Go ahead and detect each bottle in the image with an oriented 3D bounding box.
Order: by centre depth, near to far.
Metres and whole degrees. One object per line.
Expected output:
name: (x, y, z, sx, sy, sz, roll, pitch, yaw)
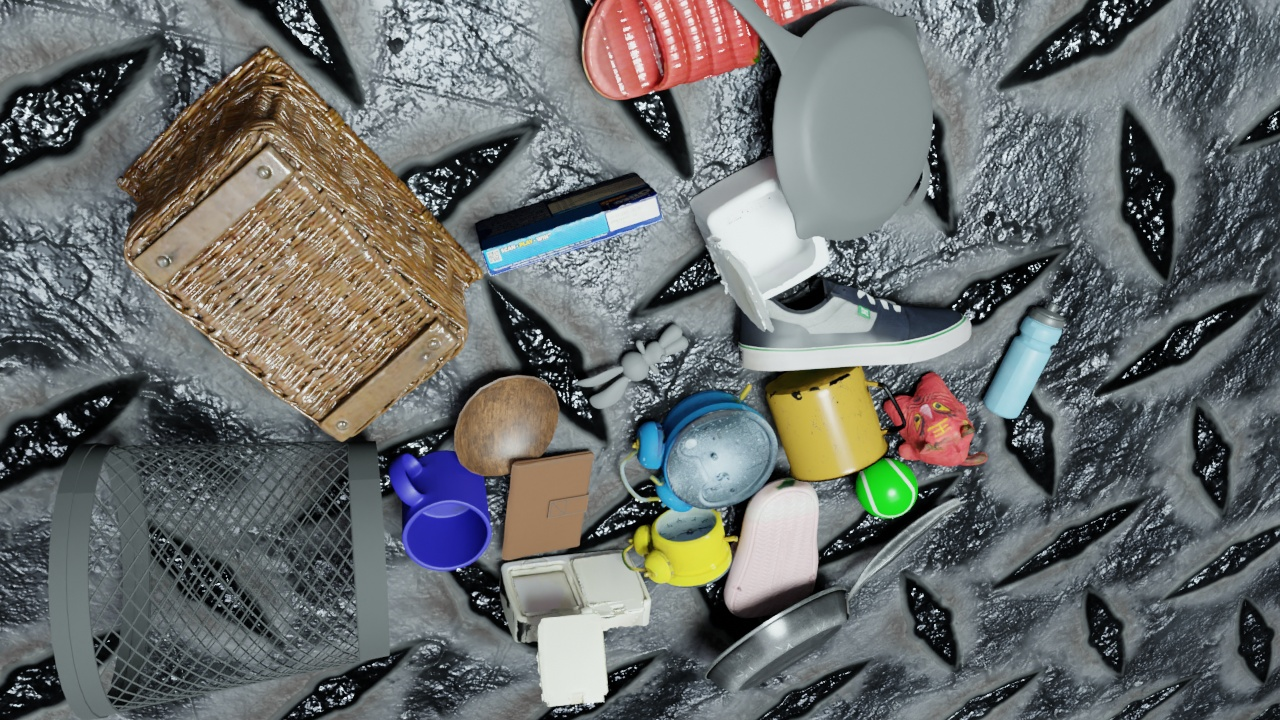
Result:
bottle: (0.409, -0.002, 0.973, 0.040, 0.040, 0.130, 10, 114, -19)

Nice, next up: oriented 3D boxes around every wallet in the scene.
wallet: (-0.094, 0.146, 0.925, 0.087, 0.013, 0.121, -6, 123, -27)

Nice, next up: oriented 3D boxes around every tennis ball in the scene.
tennis ball: (0.267, 0.138, 0.995, 0.065, 0.065, 0.065, -6, 118, -12)

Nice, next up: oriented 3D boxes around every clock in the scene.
clock: (0.057, 0.094, 0.922, 0.161, 0.060, 0.117, -24, 121, 0)
clock: (0.039, 0.197, 0.958, 0.118, 0.083, 0.057, -16, 114, -9)

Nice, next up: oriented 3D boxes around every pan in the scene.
pan: (0.149, -0.224, 0.740, 0.354, 0.024, 0.216, 32, 84, -37)
pan: (0.226, 0.267, 1.036, 0.356, 0.055, 0.187, -30, 153, -5)

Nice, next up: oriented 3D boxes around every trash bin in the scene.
trash bin: (-0.336, 0.170, 0.775, 0.227, 0.217, 0.218, -3, 118, -18)

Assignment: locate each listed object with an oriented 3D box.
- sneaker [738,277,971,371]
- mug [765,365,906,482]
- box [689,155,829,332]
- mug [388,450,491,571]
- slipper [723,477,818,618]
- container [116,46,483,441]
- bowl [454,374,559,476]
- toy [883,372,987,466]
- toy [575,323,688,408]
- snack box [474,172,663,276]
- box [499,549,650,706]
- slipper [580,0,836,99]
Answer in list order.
sneaker: (0.209, -0.042, 0.881, 0.235, 0.084, 0.079, -5, 105, -11)
mug: (0.191, 0.052, 0.894, 0.124, 0.100, 0.094, -15, 103, 26)
box: (0.107, -0.093, 0.793, 0.121, 0.136, 0.109, -28, 118, 0)
mug: (-0.194, 0.131, 0.861, 0.079, 0.083, 0.111, -36, 120, 5)
slipper: (0.142, 0.210, 1.005, 0.106, 0.055, 0.222, -9, 129, -13)
container: (-0.246, -0.074, 0.680, 0.162, 0.183, 0.250, -39, 120, 5)
bowl: (-0.130, 0.056, 0.869, 0.101, 0.026, 0.114, -2, 122, -29)
toy: (0.324, 0.089, 0.969, 0.088, 0.094, 0.133, -44, 121, 10)
toy: (-0.005, 0.005, 0.876, 0.111, 0.030, 0.049, -34, 135, -2)
snack box: (-0.062, -0.116, 0.767, 0.150, 0.082, 0.027, -19, 119, -4)
box: (-0.051, 0.240, 0.895, 0.143, 0.186, 0.070, -4, 117, -21)
slipper: (0.069, -0.283, 0.727, 0.249, 0.059, 0.103, -26, 121, -2)
